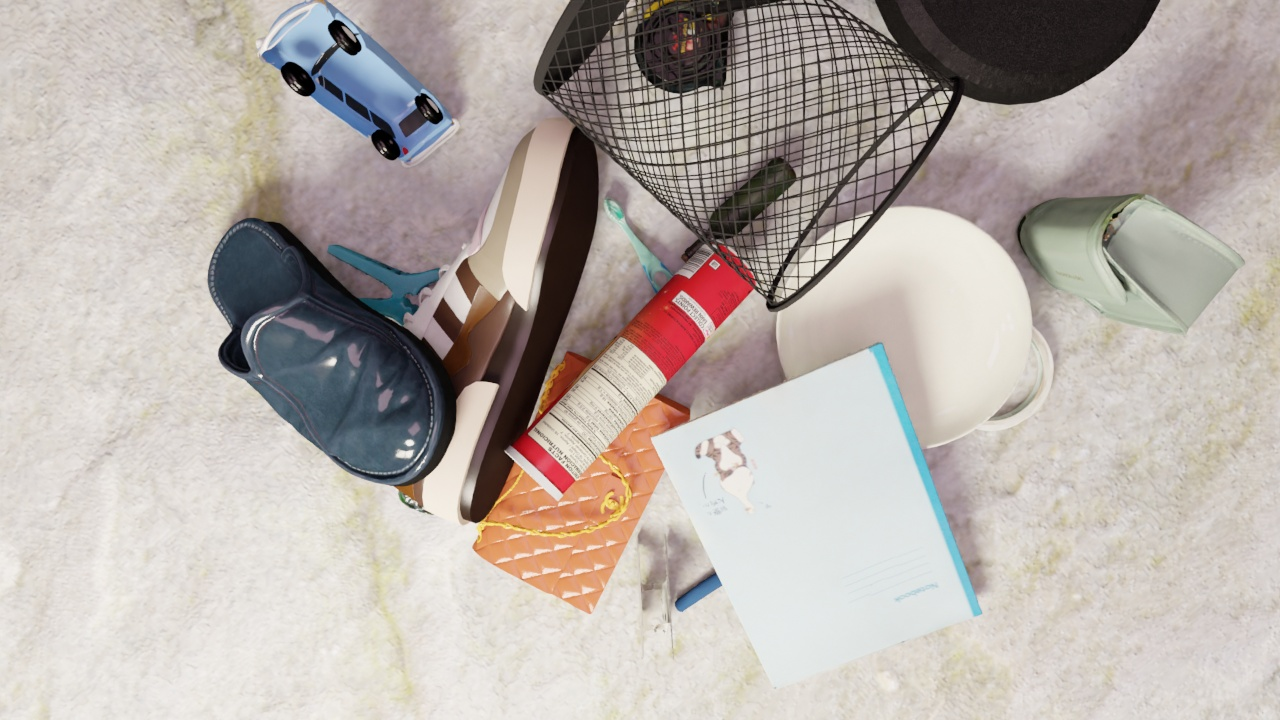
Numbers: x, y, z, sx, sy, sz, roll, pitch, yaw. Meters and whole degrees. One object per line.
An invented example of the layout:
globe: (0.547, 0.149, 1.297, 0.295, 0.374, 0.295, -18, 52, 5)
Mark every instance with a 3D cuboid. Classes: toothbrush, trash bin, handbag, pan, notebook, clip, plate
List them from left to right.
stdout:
clip: (-0.175, -0.066, 0.703, 0.130, 0.030, 0.120, 34, 101, -5)
handbag: (-0.048, 0.093, 0.707, 0.109, 0.060, 0.172, 26, 97, 1)
clip: (0.001, 0.192, 0.719, 0.052, 0.101, 0.060, 10, 139, -13)
toothbrush: (0.012, -0.069, 0.705, 0.022, 0.017, 0.135, -34, 95, 1)
trash bin: (0.058, -0.167, 0.584, 0.210, 0.184, 0.184, 37, 96, -5)
toothbrush: (0.097, 0.152, 0.733, 0.168, 0.014, 0.014, -34, 84, 6)
notebook: (0.140, 0.128, 0.701, 0.181, 0.009, 0.253, -24, 109, 7)
plate: (0.195, -0.024, 0.691, 0.182, 0.034, 0.182, 2, 99, 10)
pan: (0.210, -0.286, 0.648, 0.356, 0.034, 0.225, -12, 98, -6)
handbag: (0.339, -0.072, 0.652, 0.106, 0.121, 0.067, 34, 97, -7)

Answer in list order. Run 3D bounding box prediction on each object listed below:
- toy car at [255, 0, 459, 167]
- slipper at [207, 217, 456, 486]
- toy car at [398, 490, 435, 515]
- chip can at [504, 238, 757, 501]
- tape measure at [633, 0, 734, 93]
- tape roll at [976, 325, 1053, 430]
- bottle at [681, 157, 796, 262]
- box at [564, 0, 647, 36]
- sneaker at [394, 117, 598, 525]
toy car: (-0.193, -0.193, 0.637, 0.056, 0.153, 0.054, -35, 59, 13)
slipper: (-0.238, -0.011, 0.626, 0.265, 0.083, 0.109, 41, 104, 23)
toy car: (-0.153, 0.068, 0.716, 0.048, 0.032, 0.105, 20, 91, -2)
chip can: (-0.004, 0.004, 0.659, 0.052, 0.052, 0.214, 44, 80, -5)
tape measure: (0.031, -0.233, 0.673, 0.072, 0.042, 0.071, 3, 105, -5)
tape roll: (0.273, 0.008, 0.715, 0.093, 0.013, 0.093, 0, 98, 0)
bottle: (0.072, -0.111, 0.695, 0.106, 0.025, 0.025, -41, 95, 5)
box: (-0.042, -0.347, 0.657, 0.184, 0.044, 0.143, 40, 96, -4)
sneaker: (-0.121, -0.039, 0.656, 0.116, 0.111, 0.294, 19, 97, 10)
